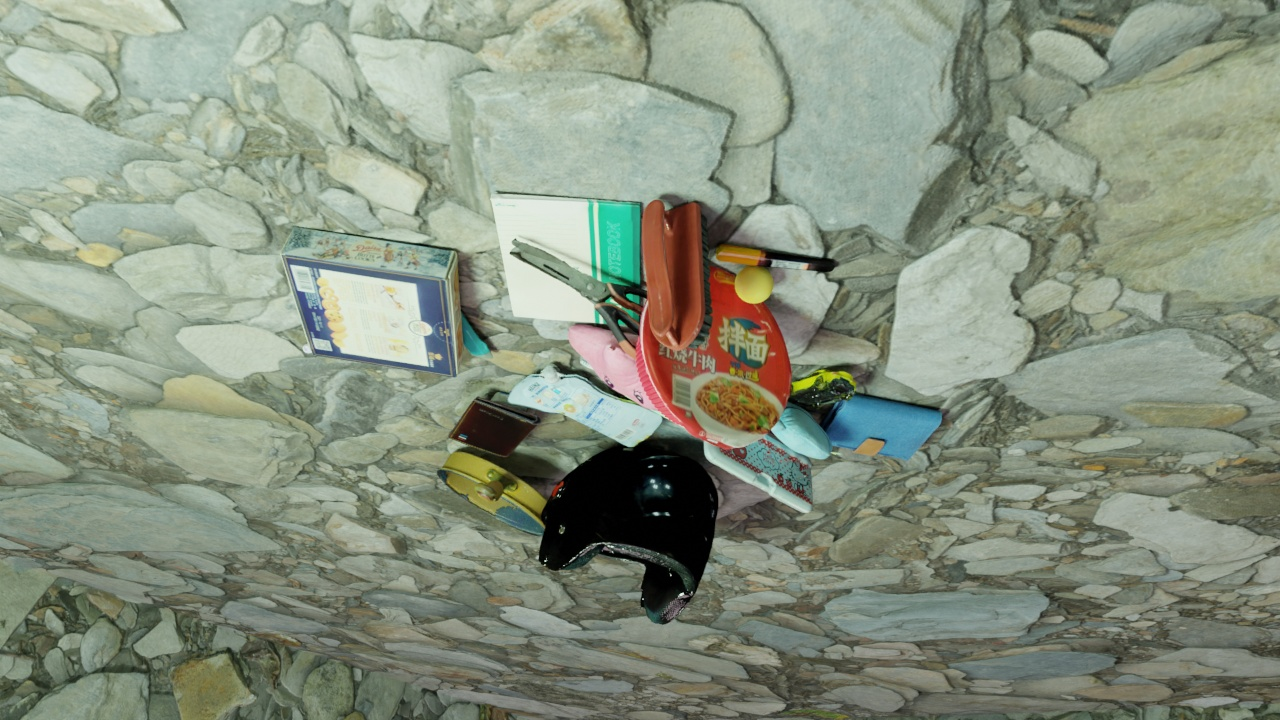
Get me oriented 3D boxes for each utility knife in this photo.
[{"bbox_3d":[-0.222,-0.054,1.095,0.029,0.013,0.180,-6,143,16],"label":"utility knife"}]

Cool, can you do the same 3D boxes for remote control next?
[{"bbox_3d":[-0.201,0.083,1.306,0.049,0.024,0.125,18,148,-17],"label":"remote control"}]

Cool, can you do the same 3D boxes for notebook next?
[{"bbox_3d":[-0.074,-0.103,0.986,0.150,0.012,0.209,4,149,2],"label":"notebook"}]

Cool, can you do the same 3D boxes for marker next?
[{"bbox_3d":[0.138,-0.104,0.940,0.124,0.015,0.018,7,144,-4],"label":"marker"}]

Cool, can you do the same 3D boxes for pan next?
[{"bbox_3d":[-0.218,0.198,1.358,0.197,0.078,0.358,29,158,0],"label":"pan"}]

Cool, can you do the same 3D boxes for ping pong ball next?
[{"bbox_3d":[0.118,-0.080,0.956,0.040,0.040,0.040,5,149,3],"label":"ping pong ball"}]

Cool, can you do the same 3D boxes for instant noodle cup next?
[{"bbox_3d":[0.065,0.001,0.958,0.193,0.193,0.066,24,150,-26],"label":"instant noodle cup"}]

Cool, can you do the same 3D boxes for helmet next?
[{"bbox_3d":[-0.015,0.234,1.326,0.233,0.229,0.275,38,162,-30],"label":"helmet"}]

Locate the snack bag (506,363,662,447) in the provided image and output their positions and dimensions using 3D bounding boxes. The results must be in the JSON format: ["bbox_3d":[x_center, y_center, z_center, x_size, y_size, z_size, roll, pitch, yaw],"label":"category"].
[{"bbox_3d":[-0.073,0.061,1.232,0.191,0.038,0.111,25,150,-24],"label":"snack bag"}]

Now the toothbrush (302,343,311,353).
[{"bbox_3d":[-0.352,-0.022,1.169,0.189,0.029,0.021,-5,-175,20],"label":"toothbrush"}]

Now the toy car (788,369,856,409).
[{"bbox_3d":[0.221,0.033,1.131,0.048,0.032,0.105,23,157,-21],"label":"toy car"}]

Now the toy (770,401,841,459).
[{"bbox_3d":[0.187,0.080,1.160,0.156,0.050,0.161,39,-169,5],"label":"toy"}]

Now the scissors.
[{"bbox_3d":[-0.043,-0.058,0.965,0.206,0.191,0.015,-10,164,-37],"label":"scissors"}]

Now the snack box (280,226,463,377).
[{"bbox_3d":[-0.298,-0.062,1.048,0.182,0.045,0.178,9,142,-1],"label":"snack box"}]

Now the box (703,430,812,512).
[{"bbox_3d":[0.143,0.109,1.191,0.201,0.154,0.074,30,107,-31],"label":"box"}]

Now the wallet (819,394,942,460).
[{"bbox_3d":[0.309,0.087,1.198,0.133,0.040,0.107,12,144,-6],"label":"wallet"}]

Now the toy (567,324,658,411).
[{"bbox_3d":[-0.006,0.006,1.064,0.195,0.074,0.178,25,173,28],"label":"toy"}]

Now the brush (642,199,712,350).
[{"bbox_3d":[0.030,-0.079,0.874,0.063,0.145,0.069,-15,156,31],"label":"brush"}]

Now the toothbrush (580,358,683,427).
[{"bbox_3d":[0.008,0.047,1.201,0.224,0.027,0.026,30,171,-33],"label":"toothbrush"}]

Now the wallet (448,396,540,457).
[{"bbox_3d":[-0.206,0.093,1.282,0.096,0.020,0.123,20,144,-19],"label":"wallet"}]
